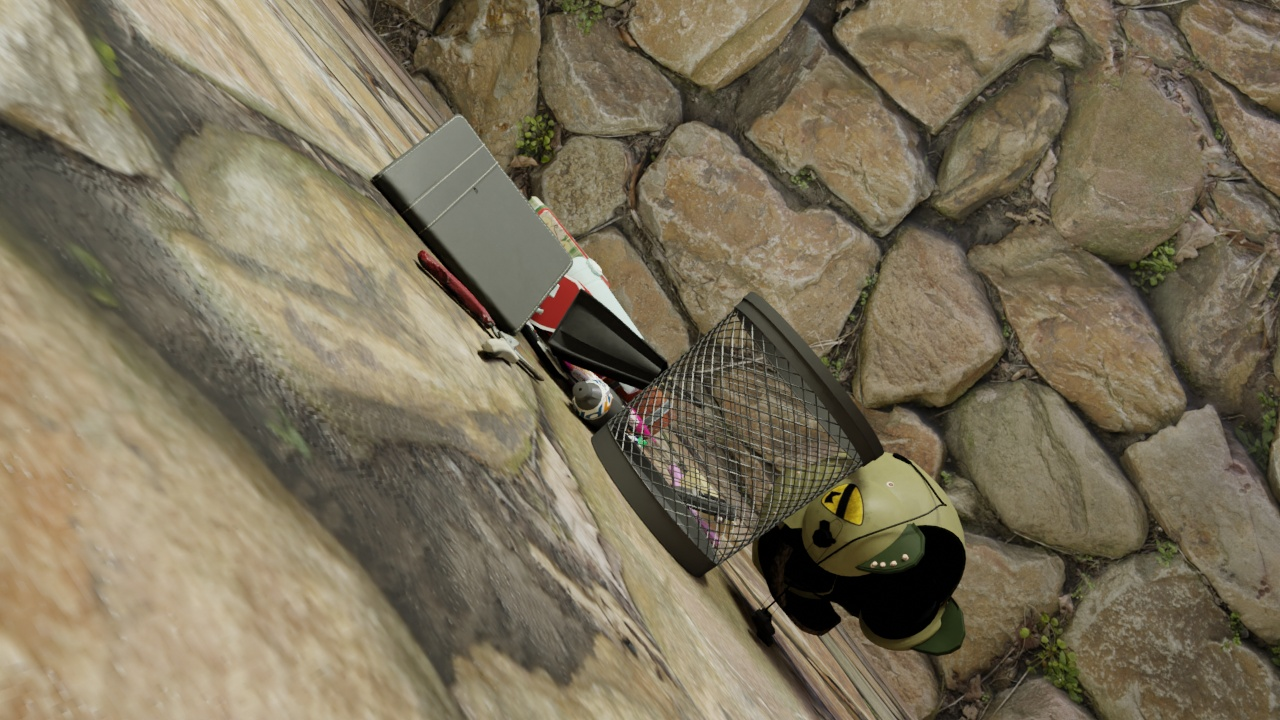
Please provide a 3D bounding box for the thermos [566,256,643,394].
[{"bbox_3d":[-0.049,-0.053,1.320,0.207,0.078,0.065,55,18,7],"label":"thermos"}]

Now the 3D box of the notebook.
[{"bbox_3d":[-0.166,-0.145,0.969,0.209,0.030,0.169,54,36,-18],"label":"notebook"}]

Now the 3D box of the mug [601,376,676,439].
[{"bbox_3d":[-0.009,0.060,1.405,0.111,0.081,0.117,55,-16,-3],"label":"mug"}]

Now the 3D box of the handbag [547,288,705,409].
[{"bbox_3d":[-0.007,0.006,1.103,0.196,0.072,0.176,31,-5,-1],"label":"handbag"}]

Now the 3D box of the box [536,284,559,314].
[{"bbox_3d":[-0.164,-0.110,1.097,0.083,0.067,0.199,56,7,14],"label":"box"}]

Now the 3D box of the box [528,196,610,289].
[{"bbox_3d":[-0.138,-0.139,1.361,0.050,0.117,0.205,51,-1,41],"label":"box"}]

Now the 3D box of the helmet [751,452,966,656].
[{"bbox_3d":[0.240,0.223,1.053,0.250,0.256,0.232,54,4,-36],"label":"helmet"}]

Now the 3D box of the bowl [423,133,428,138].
[{"bbox_3d":[-0.227,-0.193,1.046,0.115,0.062,0.115,52,2,-3],"label":"bowl"}]

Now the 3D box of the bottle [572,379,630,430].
[{"bbox_3d":[-0.046,0.049,1.021,0.047,0.047,0.112,53,2,26],"label":"bottle"}]

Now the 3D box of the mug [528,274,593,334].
[{"bbox_3d":[-0.124,-0.080,1.247,0.116,0.080,0.096,22,-2,7],"label":"mug"}]

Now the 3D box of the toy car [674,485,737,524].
[{"bbox_3d":[0.086,0.190,1.228,0.092,0.037,0.040,18,7,-4],"label":"toy car"}]

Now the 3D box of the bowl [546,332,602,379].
[{"bbox_3d":[-0.092,-0.017,1.344,0.122,0.035,0.122,51,2,-3],"label":"bowl"}]

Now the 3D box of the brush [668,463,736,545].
[{"bbox_3d":[0.082,0.194,1.364,0.089,0.043,0.228,51,2,-16],"label":"brush"}]

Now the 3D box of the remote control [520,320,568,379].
[{"bbox_3d":[-0.124,-0.024,1.075,0.124,0.012,0.028,52,2,26],"label":"remote control"}]

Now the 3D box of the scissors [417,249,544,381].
[{"bbox_3d":[-0.136,-0.027,0.829,0.198,0.015,0.179,51,1,-29],"label":"scissors"}]

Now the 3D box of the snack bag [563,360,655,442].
[{"bbox_3d":[-0.049,0.044,1.265,0.196,0.016,0.070,43,4,-35],"label":"snack bag"}]

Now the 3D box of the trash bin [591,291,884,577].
[{"bbox_3d":[0.095,0.083,0.969,0.218,0.227,0.217,51,2,-3],"label":"trash bin"}]

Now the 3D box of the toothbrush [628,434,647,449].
[{"bbox_3d":[-0.011,0.106,1.220,0.015,0.016,0.186,46,1,12],"label":"toothbrush"}]

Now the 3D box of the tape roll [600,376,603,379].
[{"bbox_3d":[-0.083,0.002,1.464,0.091,0.016,0.093,51,2,-16],"label":"tape roll"}]
